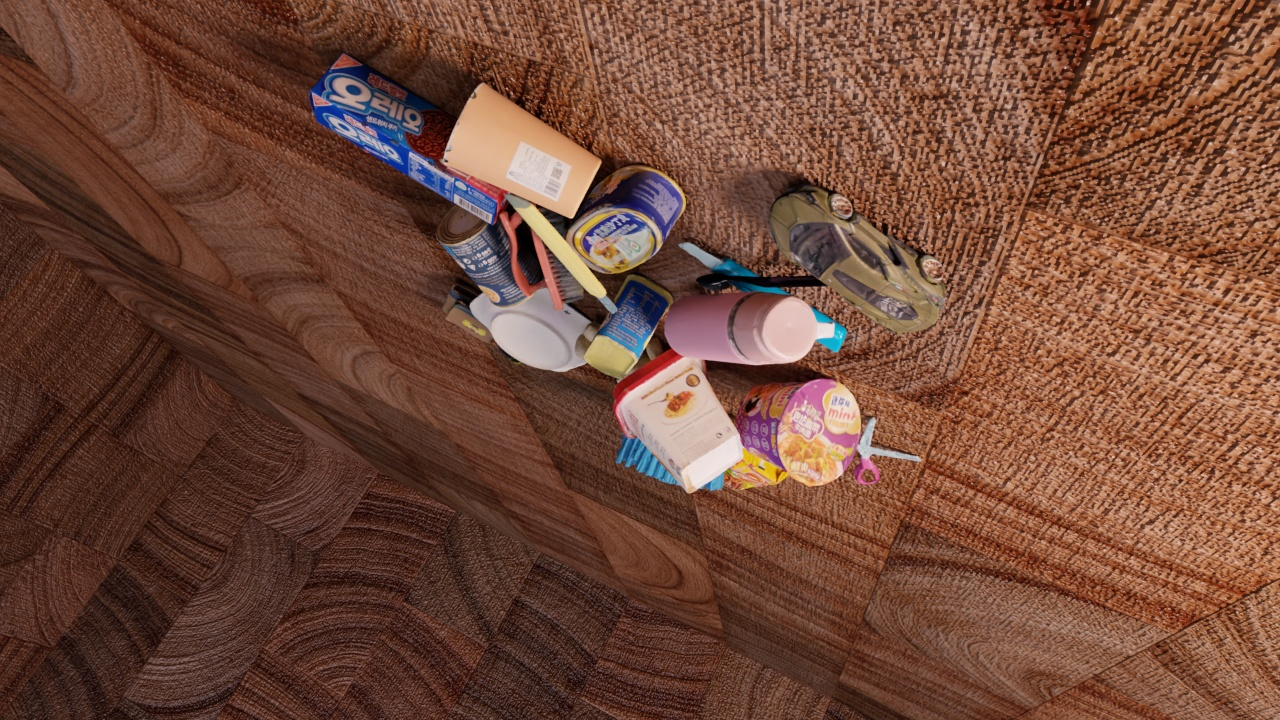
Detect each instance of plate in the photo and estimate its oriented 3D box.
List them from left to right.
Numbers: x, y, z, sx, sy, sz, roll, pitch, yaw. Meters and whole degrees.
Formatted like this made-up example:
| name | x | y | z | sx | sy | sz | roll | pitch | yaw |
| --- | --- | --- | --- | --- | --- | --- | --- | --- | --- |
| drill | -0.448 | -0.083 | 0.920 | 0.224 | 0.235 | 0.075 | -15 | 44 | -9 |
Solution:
| name | x | y | z | sx | sy | sz | roll | pitch | yaw |
| --- | --- | --- | --- | --- | --- | --- | --- | --- | --- |
| plate | -0.137 | -0.035 | 1.179 | 0.163 | 0.034 | 0.165 | 37 | 146 | -20 |

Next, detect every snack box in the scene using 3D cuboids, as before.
| name | x | y | z | sx | sy | sz | roll | pitch | yaw |
| --- | --- | --- | --- | --- | --- | --- | --- | --- | --- |
| snack box | -0.216 | -0.213 | 0.891 | 0.207 | 0.058 | 0.057 | 30 | 159 | -2 |

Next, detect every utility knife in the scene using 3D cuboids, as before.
| name | x | y | z | sx | sy | sz | roll | pitch | yaw |
| --- | --- | --- | --- | --- | --- | --- | --- | --- | --- |
| utility knife | -0.070 | -0.097 | 0.881 | 0.031 | 0.019 | 0.183 | 15 | 151 | 43 |
| utility knife | 0.115 | -0.064 | 0.860 | 0.182 | 0.018 | 0.034 | 32 | 159 | -1 |

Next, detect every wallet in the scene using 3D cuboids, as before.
| name | x | y | z | sx | sy | sz | roll | pitch | yaw |
| --- | --- | --- | --- | --- | --- | --- | --- | --- | --- |
| wallet | -0.235 | -0.065 | 1.286 | 0.090 | 0.033 | 0.115 | 33 | 162 | -11 |

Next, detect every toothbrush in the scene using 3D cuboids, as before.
| name | x | y | z | sx | sy | sz | roll | pitch | yaw |
| --- | --- | --- | --- | --- | --- | --- | --- | --- | --- |
| toothbrush | 0.131 | -0.068 | 0.811 | 0.189 | 0.014 | 0.017 | 4 | 145 | 36 |

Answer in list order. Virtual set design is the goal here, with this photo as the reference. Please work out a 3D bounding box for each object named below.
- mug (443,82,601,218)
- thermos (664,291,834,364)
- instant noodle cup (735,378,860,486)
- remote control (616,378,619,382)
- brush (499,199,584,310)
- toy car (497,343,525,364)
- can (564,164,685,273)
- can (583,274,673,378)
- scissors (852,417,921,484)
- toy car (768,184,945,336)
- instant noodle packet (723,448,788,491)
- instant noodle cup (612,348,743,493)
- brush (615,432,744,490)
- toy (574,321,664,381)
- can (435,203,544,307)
| name | x | y | z | sx | sy | sz | roll | pitch | yaw |
| --- | --- | --- | --- | --- | --- | --- | --- | --- | --- |
| mug | -0.101 | -0.179 | 0.805 | 0.122 | 0.078 | 0.078 | 27 | 159 | -7 |
| thermos | 0.098 | -0.031 | 0.850 | 0.087 | 0.067 | 0.199 | -1 | -178 | -22 |
| instant noodle cup | 0.162 | 0.070 | 0.988 | 0.111 | 0.111 | 0.099 | 41 | 165 | -27 |
| remote control | 0.023 | 0.058 | 1.240 | 0.049 | 0.024 | 0.125 | -1 | 142 | 51 |
| brush | -0.102 | -0.113 | 0.941 | 0.069 | 0.063 | 0.146 | -10 | 152 | 0 |
| toy car | -0.148 | -0.013 | 1.290 | 0.105 | 0.032 | 0.048 | 11 | 154 | 15 |
| can | -0.017 | -0.126 | 0.843 | 0.074 | 0.049 | 0.148 | 37 | 158 | -17 |
| can | -0.015 | -0.035 | 0.999 | 0.057 | 0.083 | 0.102 | 31 | 159 | -3 |
| scissors | 0.249 | 0.102 | 1.039 | 0.133 | 0.017 | 0.134 | 10 | 141 | 16 |
| toy car | 0.167 | -0.077 | 0.719 | 0.158 | 0.042 | 0.070 | 34 | 147 | -5 |
| instant noodle packet | 0.135 | 0.140 | 1.257 | 0.110 | 0.044 | 0.129 | 30 | 159 | -14 |
| instant noodle cup | 0.047 | 0.069 | 1.015 | 0.124 | 0.116 | 0.116 | 53 | 172 | 27 |
| brush | 0.106 | 0.117 | 1.162 | 0.315 | 0.109 | 0.060 | 15 | -164 | 30 |
| toy | -0.007 | 0.007 | 1.118 | 0.157 | 0.066 | 0.105 | 29 | 114 | 1 |
| can | -0.163 | -0.121 | 1.007 | 0.075 | 0.075 | 0.111 | 13 | 153 | 37 |
